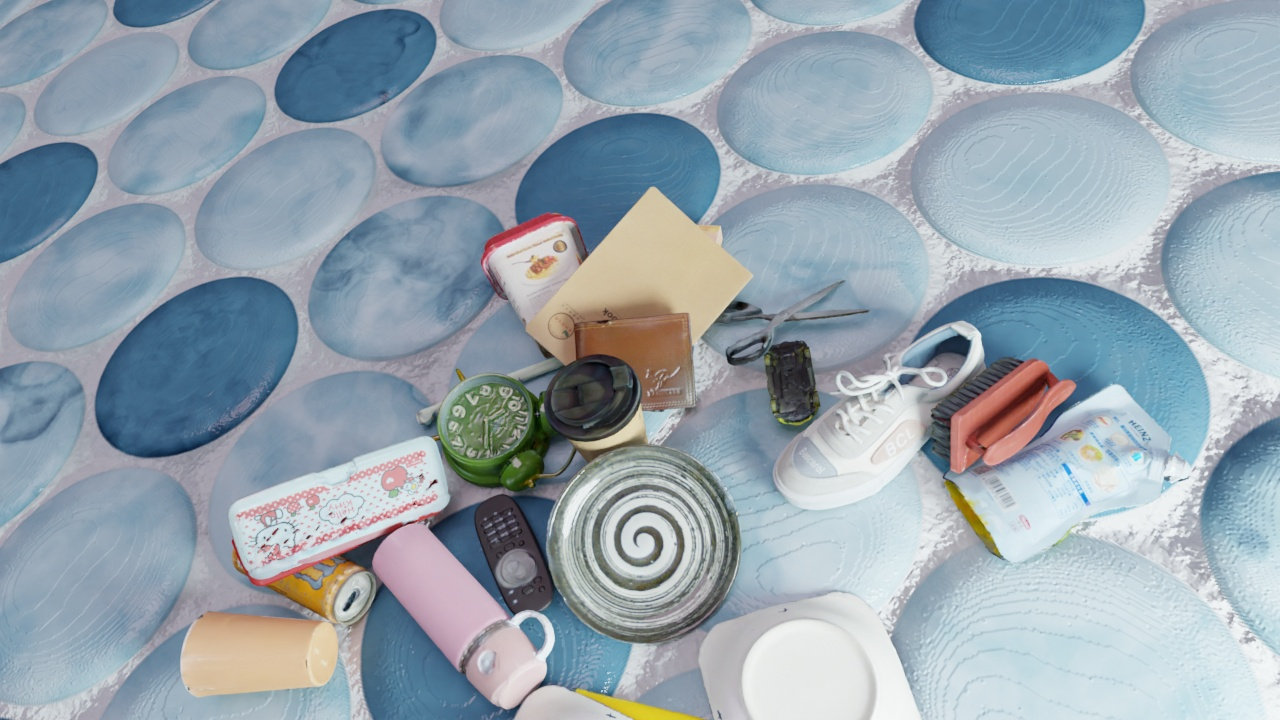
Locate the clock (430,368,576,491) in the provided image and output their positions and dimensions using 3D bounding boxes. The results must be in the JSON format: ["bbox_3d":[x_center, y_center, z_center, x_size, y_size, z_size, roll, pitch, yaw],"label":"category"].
[{"bbox_3d":[-0.140,0.074,0.952,0.161,0.056,0.116,17,67,16],"label":"clock"}]

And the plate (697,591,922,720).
[{"bbox_3d":[0.138,0.270,0.750,0.164,0.034,0.163,-15,51,-3],"label":"plate"}]

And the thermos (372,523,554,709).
[{"bbox_3d":[-0.162,0.227,0.849,0.199,0.067,0.087,34,85,33],"label":"thermos"}]

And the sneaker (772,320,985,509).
[{"bbox_3d":[0.226,0.048,0.857,0.242,0.091,0.089,-35,53,-9],"label":"sneaker"}]

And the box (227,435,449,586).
[{"bbox_3d":[-0.292,0.133,0.889,0.201,0.101,0.095,-20,39,-28],"label":"box"}]

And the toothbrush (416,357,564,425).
[{"bbox_3d":[-0.158,0.029,1.020,0.189,0.020,0.029,-22,21,-2],"label":"toothbrush"}]

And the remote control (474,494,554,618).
[{"bbox_3d":[-0.122,0.191,0.893,0.053,0.024,0.136,-27,54,-6],"label":"remote control"}]

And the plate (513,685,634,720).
[{"bbox_3d":[-0.060,0.360,0.741,0.164,0.034,0.164,16,70,24],"label":"plate"}]

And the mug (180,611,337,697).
[{"bbox_3d":[-0.356,0.277,0.869,0.123,0.078,0.078,-3,55,7],"label":"mug"}]

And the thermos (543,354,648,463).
[{"bbox_3d":[-0.033,0.062,0.884,0.093,0.143,0.092,-8,53,11],"label":"thermos"}]

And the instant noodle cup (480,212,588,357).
[{"bbox_3d":[-0.103,-0.081,1.031,0.116,0.116,0.124,-25,66,-3],"label":"instant noodle cup"}]

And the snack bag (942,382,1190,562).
[{"bbox_3d":[0.377,0.099,0.811,0.191,0.039,0.110,-25,42,-3],"label":"snack bag"}]

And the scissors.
[{"bbox_3d":[0.149,-0.045,0.973,0.181,0.014,0.159,4,41,28],"label":"scissors"}]

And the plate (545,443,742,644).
[{"bbox_3d":[0.004,0.166,0.839,0.179,0.024,0.179,0,83,-4],"label":"plate"}]

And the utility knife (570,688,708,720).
[{"bbox_3d":[0.031,0.313,0.771,0.223,0.015,0.033,6,62,19],"label":"utility knife"}]

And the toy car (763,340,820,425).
[{"bbox_3d":[0.153,0.025,0.926,0.048,0.032,0.105,-11,46,11],"label":"toy car"}]

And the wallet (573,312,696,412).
[{"bbox_3d":[-0.006,0.006,0.947,0.124,0.032,0.101,-5,90,-2],"label":"wallet"}]

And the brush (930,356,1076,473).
[{"bbox_3d":[0.332,0.045,0.835,0.145,0.063,0.069,-30,36,-28],"label":"brush"}]

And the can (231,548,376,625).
[{"bbox_3d":[-0.337,0.211,0.916,0.146,0.058,0.058,17,62,25],"label":"can"}]

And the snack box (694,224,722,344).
[{"bbox_3d":[0.038,-0.090,1.044,0.084,0.026,0.157,4,57,18],"label":"snack box"}]

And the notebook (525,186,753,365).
[{"bbox_3d":[0.000,-0.062,0.973,0.148,0.008,0.207,41,83,-2],"label":"notebook"}]
